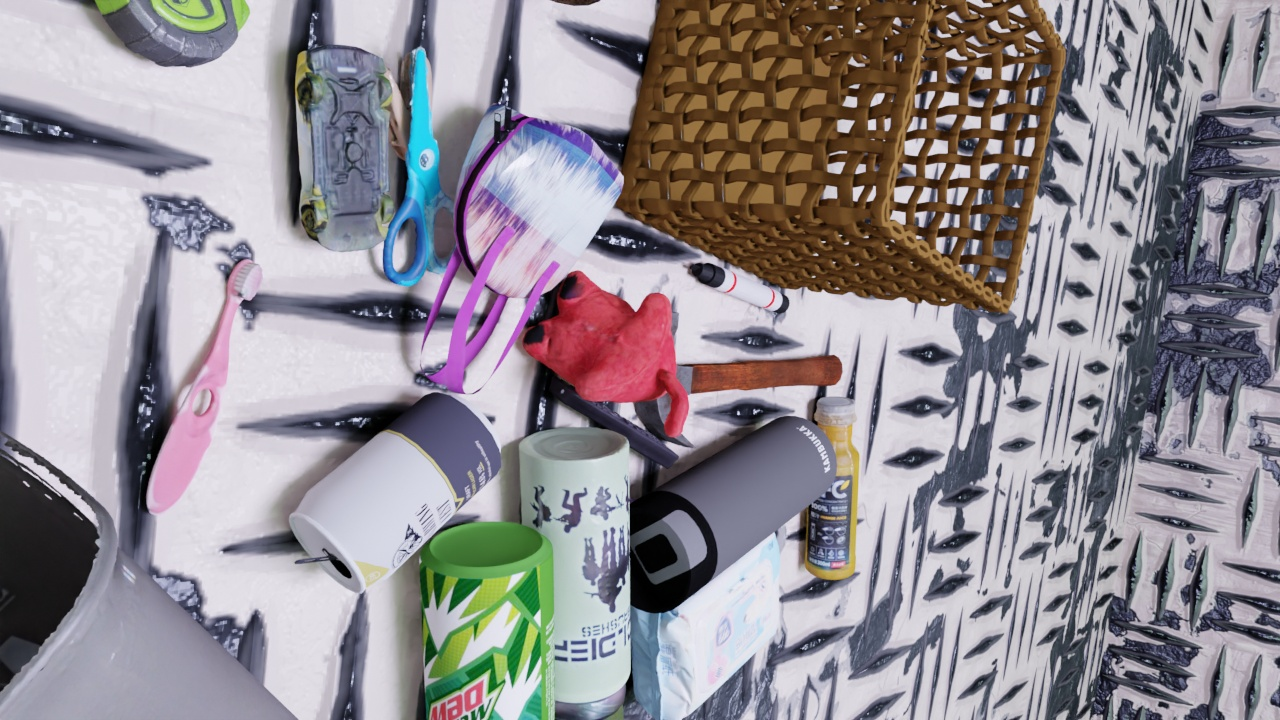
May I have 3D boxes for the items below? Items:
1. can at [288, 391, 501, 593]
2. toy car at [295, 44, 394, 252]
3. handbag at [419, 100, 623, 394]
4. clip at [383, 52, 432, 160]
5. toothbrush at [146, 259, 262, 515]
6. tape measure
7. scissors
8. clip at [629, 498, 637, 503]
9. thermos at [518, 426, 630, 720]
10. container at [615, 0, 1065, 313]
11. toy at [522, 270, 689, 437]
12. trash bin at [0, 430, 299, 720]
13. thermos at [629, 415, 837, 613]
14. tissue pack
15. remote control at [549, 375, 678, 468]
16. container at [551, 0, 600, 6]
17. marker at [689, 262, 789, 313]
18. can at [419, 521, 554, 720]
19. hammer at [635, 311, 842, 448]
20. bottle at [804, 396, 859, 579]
[{"bbox_3d":[-0.141,0.077,0.524,0.127,0.064,0.064,-44,129,-34],"label":"can"},{"bbox_3d":[-0.159,-0.111,0.484,0.047,0.033,0.105,-16,114,-49],"label":"toy car"},{"bbox_3d":[-0.084,-0.060,0.562,0.170,0.068,0.144,-65,159,-3],"label":"handbag"},{"bbox_3d":[-0.131,-0.146,0.518,0.039,0.024,0.060,-43,139,-31],"label":"clip"},{"bbox_3d":[-0.217,0.013,0.458,0.021,0.016,0.135,26,79,-49],"label":"toothbrush"},{"bbox_3d":[-0.212,-0.164,0.409,0.058,0.036,0.066,-51,130,-42],"label":"tape measure"},{"bbox_3d":[-0.123,-0.108,0.521,0.066,0.015,0.135,-31,137,-48],"label":"scissors"},{"bbox_3d":[-0.003,0.116,0.739,0.040,0.014,0.052,-56,137,-25],"label":"clip"},{"bbox_3d":[-0.048,0.168,0.649,0.082,0.082,0.231,-15,111,-47],"label":"thermos"},{"bbox_3d":[0.158,-0.179,0.700,0.251,0.214,0.219,15,87,-50],"label":"container"},{"bbox_3d":[-0.004,0.004,0.628,0.088,0.133,0.094,-47,147,-8],"label":"toy"},{"bbox_3d":[-0.235,0.171,0.350,0.196,0.198,0.220,-53,140,-27],"label":"trash bin"},{"bbox_3d":[0.072,0.119,0.760,0.239,0.082,0.082,-22,115,-49],"label":"thermos"},{"bbox_3d":[0.063,0.216,0.794,0.181,0.070,0.112,-24,116,-45],"label":"tissue pack"},{"bbox_3d":[-0.019,0.048,0.689,0.015,0.032,0.136,-54,136,0],"label":"remote control"},{"bbox_3d":[-0.029,-0.307,0.526,0.132,0.132,0.167,33,79,-48],"label":"container"},{"bbox_3d":[0.085,-0.064,0.794,0.145,0.019,0.019,14,87,-50],"label":"marker"},{"bbox_3d":[-0.097,0.184,0.587,0.082,0.083,0.144,-13,109,-48],"label":"can"},{"bbox_3d":[0.100,0.014,0.824,0.300,0.028,0.111,-2,99,-50],"label":"hammer"},{"bbox_3d":[0.199,0.131,0.947,0.053,0.053,0.186,-16,110,-47],"label":"bottle"}]
